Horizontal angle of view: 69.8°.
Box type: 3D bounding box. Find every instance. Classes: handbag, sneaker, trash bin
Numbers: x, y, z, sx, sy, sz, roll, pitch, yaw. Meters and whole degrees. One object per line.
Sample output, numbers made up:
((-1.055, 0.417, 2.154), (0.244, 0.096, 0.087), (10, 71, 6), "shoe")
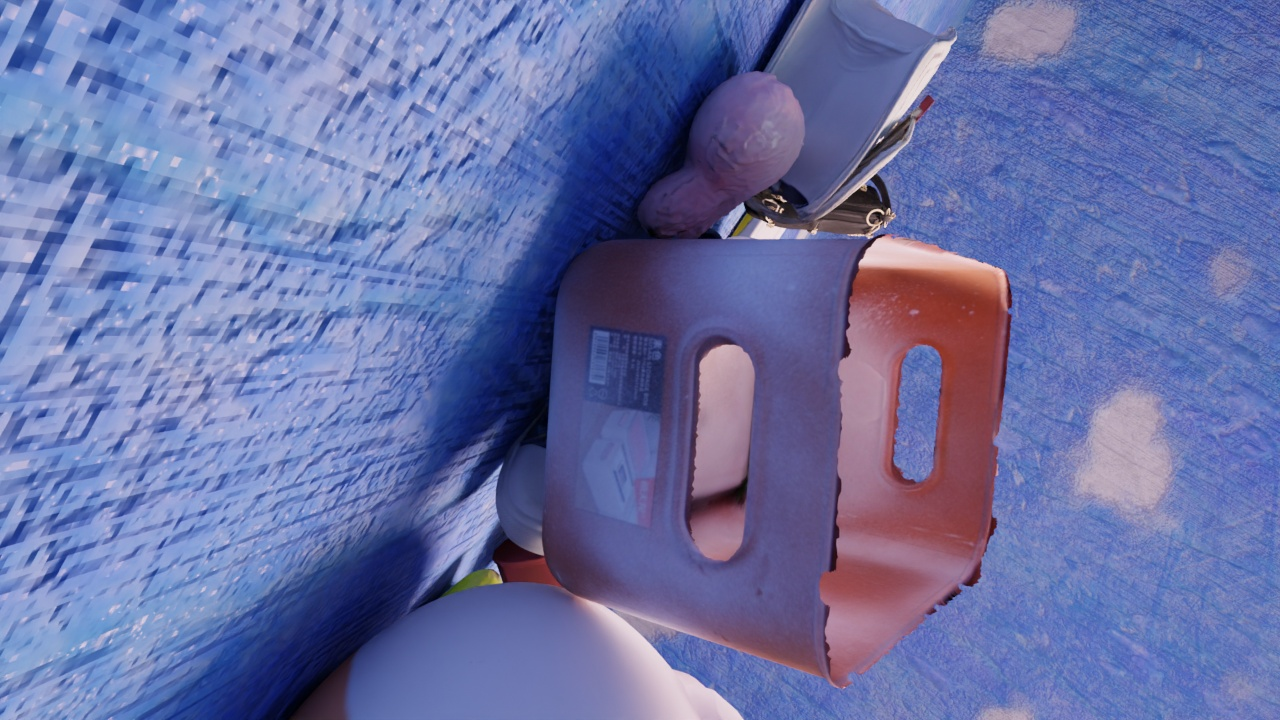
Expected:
((0.137, -0.171, 0.611), (0.142, 0.096, 0.198), (-61, 173, 30), "handbag")
((-0.002, 0.010, 0.545), (0.234, 0.087, 0.079), (-54, 160, -33), "sneaker")
((0.082, 0.032, 0.478), (0.259, 0.158, 0.181), (-3, 97, -55), "trash bin")
((0.138, -0.125, 0.723), (0.079, 0.128, 0.054), (-87, -175, -74), "handbag")

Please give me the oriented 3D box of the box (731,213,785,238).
((0.139, -0.157, 0.910), (0.209, 0.045, 0.128), (-56, 175, -12), "box")

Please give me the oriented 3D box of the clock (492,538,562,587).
((-0.048, 0.146, 0.677), (0.138, 0.048, 0.096), (-16, -172, 9), "clock")

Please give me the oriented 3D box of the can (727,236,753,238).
((0.072, -0.031, 0.786), (0.088, 0.088, 0.166), (-54, 171, -24), "can")

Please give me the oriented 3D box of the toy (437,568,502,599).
((-0.130, 0.186, 0.578), (0.117, 0.043, 0.092), (-47, 170, -40), "toy")

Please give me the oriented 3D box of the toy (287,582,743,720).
((-0.069, 0.251, 0.430), (0.280, 0.265, 0.263), (-31, 172, -12), "toy")

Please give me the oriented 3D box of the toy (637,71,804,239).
((0.042, -0.102, 0.482), (0.105, 0.053, 0.108), (-47, 174, 8), "toy")

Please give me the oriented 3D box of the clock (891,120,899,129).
((0.228, -0.251, 0.874), (0.140, 0.055, 0.093), (-50, 143, -62), "clock")

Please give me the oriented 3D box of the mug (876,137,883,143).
((0.175, -0.206, 0.759), (0.091, 0.074, 0.110), (-60, -179, 20), "mug")
